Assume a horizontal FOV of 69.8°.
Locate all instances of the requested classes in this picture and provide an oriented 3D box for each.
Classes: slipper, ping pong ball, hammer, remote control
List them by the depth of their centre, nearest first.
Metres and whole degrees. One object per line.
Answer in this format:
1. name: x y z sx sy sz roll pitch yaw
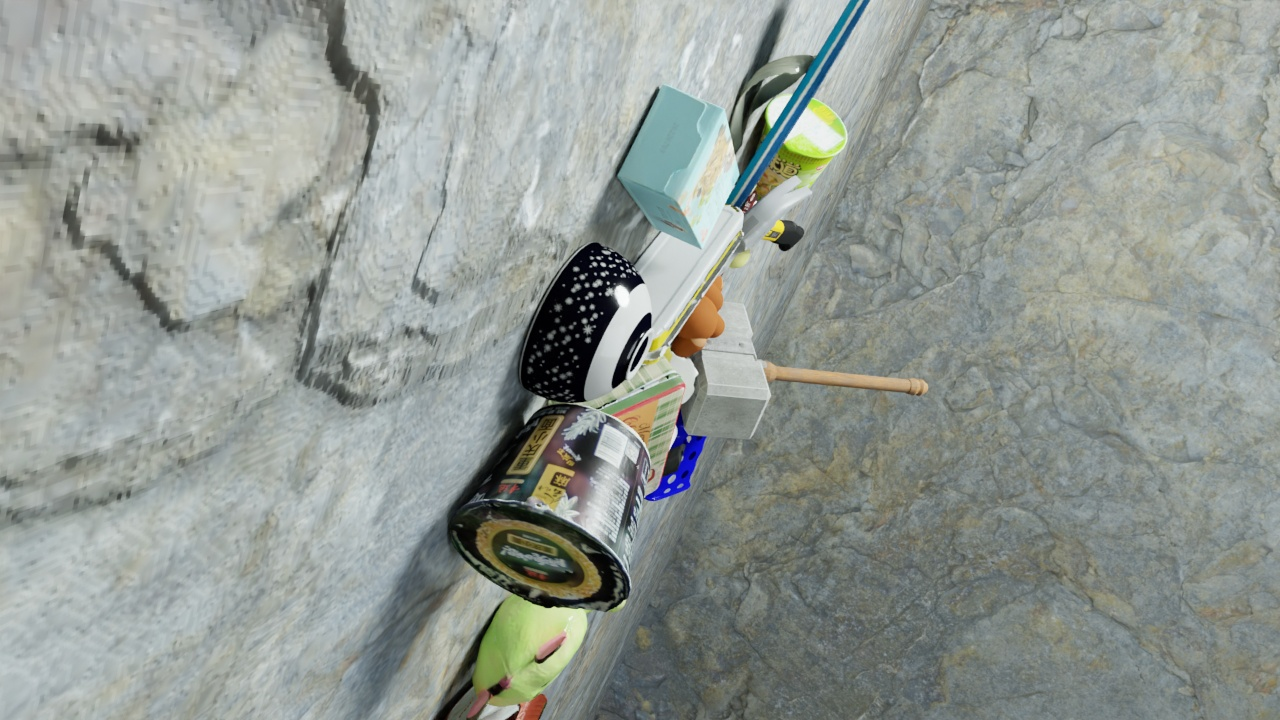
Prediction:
1. slipper: 0.140 -0.264 0.913 0.296 0.060 0.118 -58 176 27
2. hammer: 0.157 -0.151 1.072 0.127 0.029 0.323 -44 172 17
3. remote control: -0.002 0.133 1.079 0.147 0.015 0.033 -28 -153 38
4. hammer: 0.203 0.019 1.107 0.162 0.317 0.083 -99 -161 -46
5. ping pong ball: 0.120 -0.138 1.172 0.040 0.040 0.040 -60 169 -20

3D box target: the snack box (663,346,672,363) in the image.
1. snack box: -0.005 0.005 0.898 0.121 0.045 0.181 -58 168 -29

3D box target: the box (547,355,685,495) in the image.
1. box: -0.028 0.079 0.835 0.117 0.051 0.206 -26 152 -24

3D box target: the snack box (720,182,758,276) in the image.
1. snack box: 0.090 -0.133 1.064 0.141 0.032 0.051 -63 169 0

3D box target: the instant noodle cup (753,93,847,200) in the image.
1. instant noodle cup: 0.174 -0.238 1.075 0.098 0.099 0.108 -56 175 -34

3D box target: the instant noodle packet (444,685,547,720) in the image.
1. instant noodle packet: -0.210 0.426 0.942 0.220 0.084 0.164 -5 122 -64

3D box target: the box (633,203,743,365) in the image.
1. box: 0.030 -0.076 0.819 0.209 0.064 0.037 -55 161 -39

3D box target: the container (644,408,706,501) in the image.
1. container: 0.027 0.098 1.131 0.084 0.085 0.114 -13 131 -46

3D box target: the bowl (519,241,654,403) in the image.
1. bowl: -0.029 -0.019 0.669 0.120 0.066 0.120 -60 169 -20

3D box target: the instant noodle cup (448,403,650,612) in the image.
1. instant noodle cup: -0.056 0.106 0.687 0.138 0.137 0.112 104 8 -49

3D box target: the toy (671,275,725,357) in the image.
1. toy: 0.056 -0.070 0.992 0.095 0.065 0.127 46 46 -36

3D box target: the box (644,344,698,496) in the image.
1. box: 0.004 0.071 1.016 0.155 0.084 0.126 -58 162 -34

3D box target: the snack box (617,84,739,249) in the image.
1. snack box: 0.034 -0.144 0.714 0.075 0.053 0.174 -63 169 0

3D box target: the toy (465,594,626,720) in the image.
1. toy: -0.105 0.281 0.965 0.150 0.107 0.196 -43 166 16
